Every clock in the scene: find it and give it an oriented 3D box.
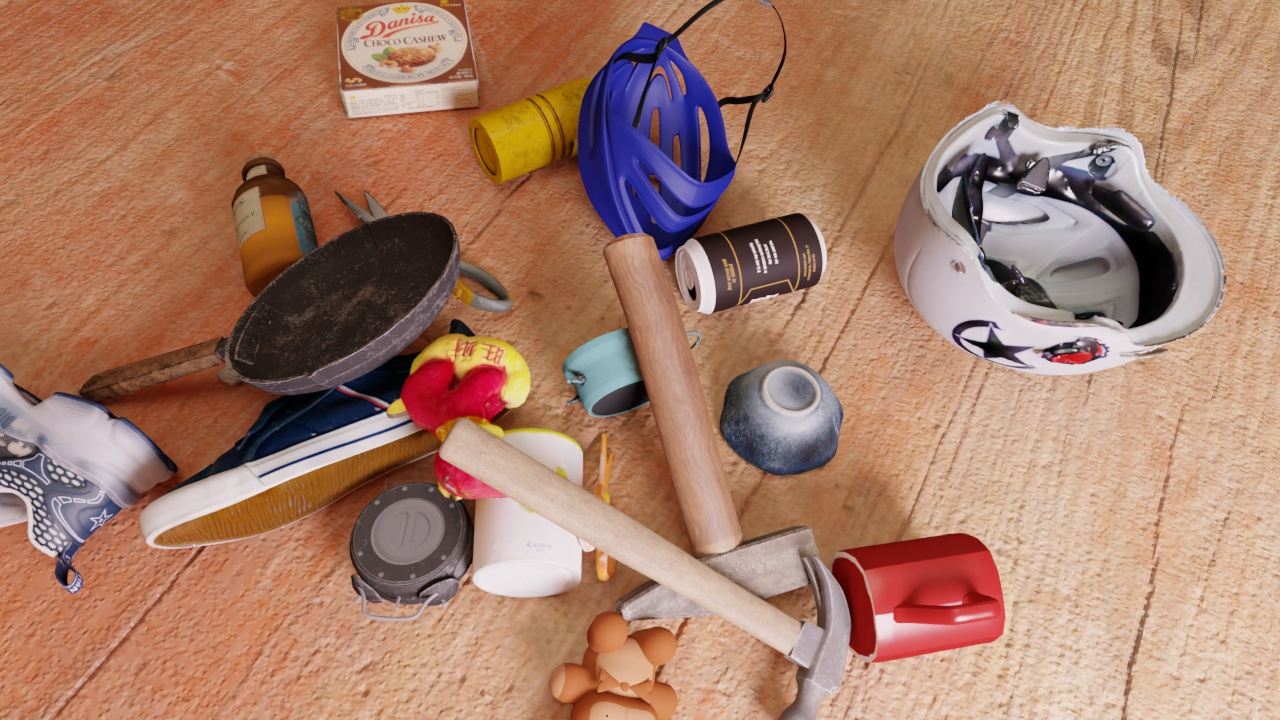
[{"bbox_3d":[-0.004,0.005,0.777,0.124,0.090,0.053,-18,71,-11],"label":"clock"},{"bbox_3d":[-0.172,0.144,0.693,0.091,0.044,0.122,1,53,5],"label":"clock"}]

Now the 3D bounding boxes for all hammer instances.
[{"bbox_3d":[0.008,0.138,0.639,0.331,0.031,0.119,32,68,-9],"label":"hammer"},{"bbox_3d":[0.024,0.045,0.710,0.157,0.037,0.300,-14,83,-13],"label":"hammer"}]

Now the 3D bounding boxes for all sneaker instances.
[{"bbox_3d":[-0.503,0.073,0.692,0.269,0.103,0.132,22,64,6],"label":"sneaker"},{"bbox_3d":[-0.251,0.043,0.722,0.293,0.121,0.127,-27,75,-24],"label":"sneaker"}]

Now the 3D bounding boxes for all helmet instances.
[{"bbox_3d":[0.041,-0.224,0.850,0.147,0.228,0.241,11,65,-34],"label":"helmet"},{"bbox_3d":[0.352,-0.084,0.818,0.264,0.164,0.236,18,61,0],"label":"helmet"}]

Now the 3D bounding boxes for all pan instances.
[{"bbox_3d":[-0.300,-0.020,0.740,0.357,0.040,0.207,-19,38,13],"label":"pan"}]

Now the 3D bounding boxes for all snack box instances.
[{"bbox_3d":[-0.257,-0.336,1.010,0.143,0.041,0.146,-8,58,-9],"label":"snack box"}]

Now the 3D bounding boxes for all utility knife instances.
[{"bbox_3d":[-0.307,-0.031,0.821,0.022,0.015,0.158,18,51,38],"label":"utility knife"}]

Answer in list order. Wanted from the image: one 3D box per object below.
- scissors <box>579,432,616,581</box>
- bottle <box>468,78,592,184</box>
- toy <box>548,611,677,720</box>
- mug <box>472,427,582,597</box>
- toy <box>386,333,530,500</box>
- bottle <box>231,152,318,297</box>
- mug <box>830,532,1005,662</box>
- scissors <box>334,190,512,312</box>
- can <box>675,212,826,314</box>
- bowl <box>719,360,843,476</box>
[{"bbox_3d":[-0.034,0.102,0.716,0.012,0.084,0.132,-10,53,13],"label":"scissors"},{"bbox_3d":[-0.087,-0.243,0.946,0.163,0.071,0.071,-27,62,-21],"label":"bottle"},{"bbox_3d":[-0.018,0.244,0.628,0.095,0.065,0.127,18,56,-15],"label":"toy"},{"bbox_3d":[-0.085,0.116,0.698,0.082,0.083,0.106,0,57,-4],"label":"mug"},{"bbox_3d":[-0.131,0.037,0.669,0.105,0.067,0.137,-2,57,-12],"label":"toy"},{"bbox_3d":[-0.341,-0.131,0.852,0.067,0.068,0.156,-15,59,-14],"label":"bottle"},{"bbox_3d":[0.204,0.172,0.662,0.096,0.116,0.080,-7,85,-9],"label":"mug"},{"bbox_3d":[-0.209,-0.101,0.859,0.165,0.016,0.225,0,38,-33],"label":"scissors"},{"bbox_3d":[0.103,-0.091,0.857,0.128,0.072,0.072,-15,59,-14],"label":"can"},{"bbox_3d":[0.124,0.039,0.782,0.110,0.055,0.110,2,56,-2],"label":"bowl"}]
